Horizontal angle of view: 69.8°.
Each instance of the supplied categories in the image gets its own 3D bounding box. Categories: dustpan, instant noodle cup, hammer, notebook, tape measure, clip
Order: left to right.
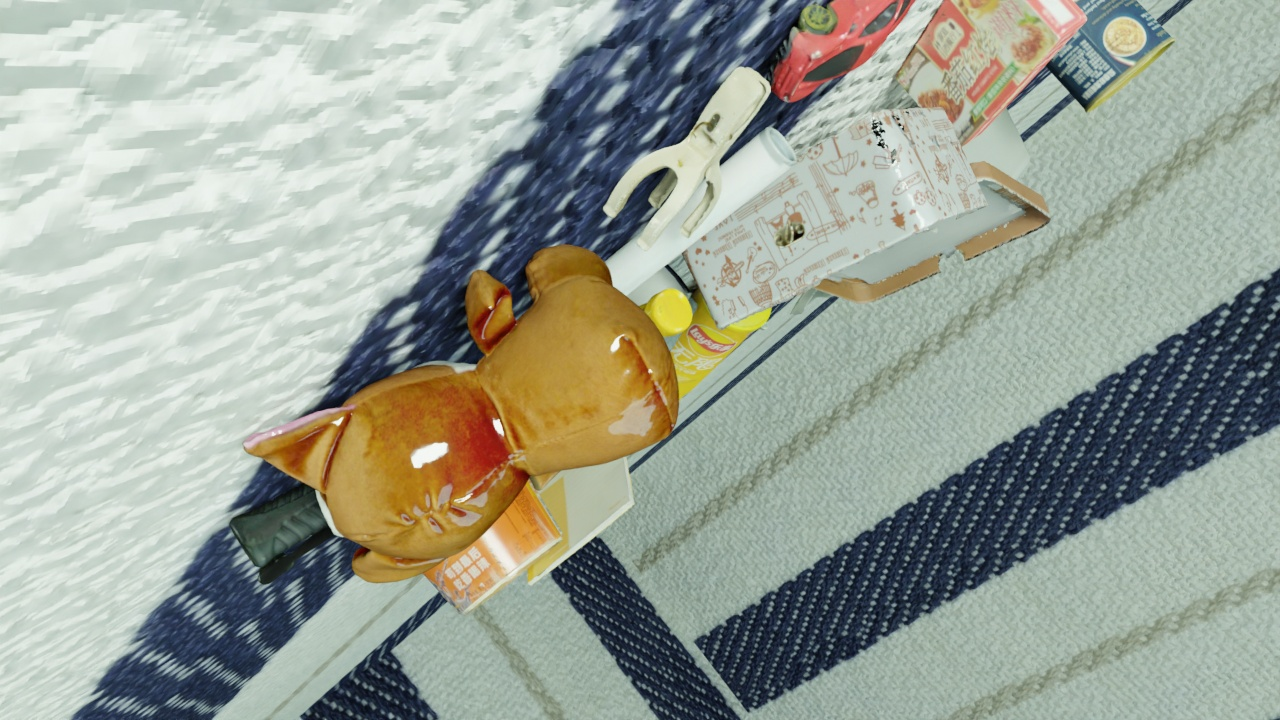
[{"bbox_3d":[-0.107,0.037,0.579,0.300,0.033,0.129,-30,-177,-29],"label":"hammer"},{"bbox_3d":[-0.152,0.161,0.871,0.151,0.111,0.151,-38,173,-6],"label":"instant noodle cup"},{"bbox_3d":[-0.071,0.126,0.979,0.146,0.010,0.206,-40,-151,17],"label":"notebook"},{"bbox_3d":[0.006,-0.043,0.709,0.065,0.033,0.066,-39,173,-5],"label":"tape measure"},{"bbox_3d":[0.029,-0.101,0.479,0.101,0.035,0.096,-47,167,5],"label":"clip"},{"bbox_3d":[0.254,-0.187,0.879,0.258,0.142,0.222,-19,-162,49],"label":"dustpan"}]

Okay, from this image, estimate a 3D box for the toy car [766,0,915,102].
[{"bbox_3d":[0.110,-0.169,0.463,0.106,0.031,0.049,-38,174,-18],"label":"toy car"}]

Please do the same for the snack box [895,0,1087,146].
[{"bbox_3d":[0.227,-0.207,0.614,0.025,0.075,0.153,-36,172,-10],"label":"snack box"}]

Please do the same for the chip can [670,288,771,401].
[{"bbox_3d":[0.053,-0.017,0.943,0.071,0.072,0.214,-34,172,-33],"label":"chip can"}]

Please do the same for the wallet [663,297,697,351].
[{"bbox_3d":[-0.005,0.005,0.857,0.129,0.037,0.107,-56,-176,-31],"label":"wallet"}]

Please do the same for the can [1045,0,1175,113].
[{"bbox_3d":[0.340,-0.259,0.708,0.075,0.111,0.075,-36,171,-7],"label":"can"}]

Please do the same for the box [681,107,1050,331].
[{"bbox_3d":[0.172,-0.098,0.679,0.179,0.102,0.260,-26,176,39],"label":"box"}]

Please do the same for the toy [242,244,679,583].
[{"bbox_3d":[-0.083,0.028,0.470,0.199,0.140,0.130,-35,-147,-11],"label":"toy"}]

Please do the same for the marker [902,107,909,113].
[{"bbox_3d":[0.198,-0.181,0.846,0.132,0.020,0.022,-41,-166,14],"label":"marker"}]

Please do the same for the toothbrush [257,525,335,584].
[{"bbox_3d":[-0.181,0.090,0.652,0.212,0.026,0.027,-36,-145,-6],"label":"toothbrush"}]

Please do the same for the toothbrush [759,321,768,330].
[{"bbox_3d":[0.112,-0.055,0.977,0.017,0.016,0.187,-28,-165,4],"label":"toothbrush"}]

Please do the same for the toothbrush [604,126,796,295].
[{"bbox_3d":[0.002,-0.064,0.567,0.222,0.026,0.026,-36,167,30],"label":"toothbrush"}]
